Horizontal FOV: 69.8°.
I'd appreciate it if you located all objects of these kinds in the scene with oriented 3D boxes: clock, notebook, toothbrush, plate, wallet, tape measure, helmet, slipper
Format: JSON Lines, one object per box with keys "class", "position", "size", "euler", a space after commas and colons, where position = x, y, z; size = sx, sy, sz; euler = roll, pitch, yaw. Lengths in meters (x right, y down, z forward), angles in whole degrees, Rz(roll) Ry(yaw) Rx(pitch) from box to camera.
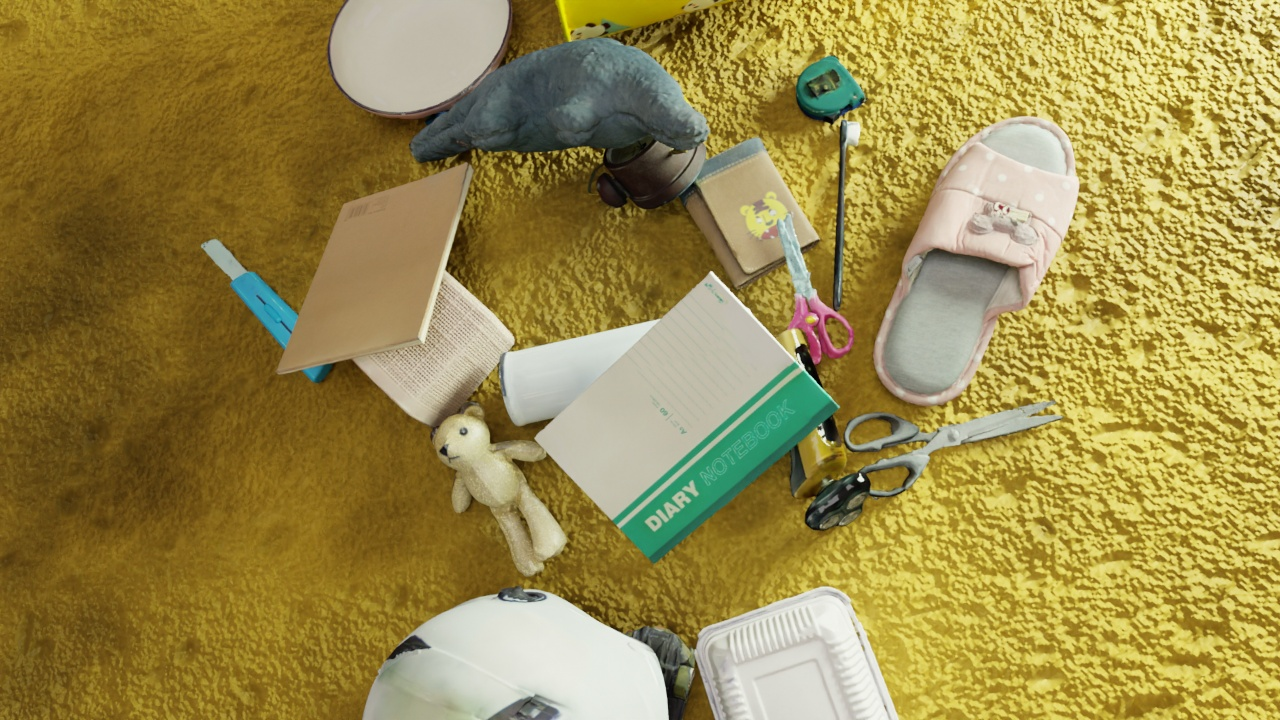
{"class": "clock", "position": [0.002, -0.179, 0.825], "size": [0.122, 0.055, 0.081], "euler": [-17, 46, 36]}
{"class": "notebook", "position": [0.033, 0.052, 0.749], "size": [0.209, 0.012, 0.150], "euler": [-43, 91, 18]}
{"class": "notebook", "position": [-0.235, -0.086, 0.821], "size": [0.150, 0.012, 0.211], "euler": [-11, 49, 21]}
{"class": "toothbrush", "position": [0.181, -0.130, 0.815], "size": [0.018, 0.016, 0.181], "euler": [6, 78, 2]}
{"class": "plate", "position": [-0.213, -0.316, 0.908], "size": [0.192, 0.039, 0.192], "euler": [-4, 70, 11]}
{"class": "wallet", "position": [0.095, -0.133, 0.824], "size": [0.090, 0.033, 0.115], "euler": [-29, 78, 2]}
{"class": "tape measure", "position": [0.170, -0.247, 0.838], "size": [0.054, 0.025, 0.058], "euler": [-32, 73, 1]}
{"class": "helmet", "position": [-0.116, 0.291, 0.681], "size": [0.259, 0.145, 0.229], "euler": [12, 87, 25]}
{"class": "slipper", "position": [0.280, -0.089, 0.768], "size": [0.114, 0.054, 0.274], "euler": [27, 84, 15]}

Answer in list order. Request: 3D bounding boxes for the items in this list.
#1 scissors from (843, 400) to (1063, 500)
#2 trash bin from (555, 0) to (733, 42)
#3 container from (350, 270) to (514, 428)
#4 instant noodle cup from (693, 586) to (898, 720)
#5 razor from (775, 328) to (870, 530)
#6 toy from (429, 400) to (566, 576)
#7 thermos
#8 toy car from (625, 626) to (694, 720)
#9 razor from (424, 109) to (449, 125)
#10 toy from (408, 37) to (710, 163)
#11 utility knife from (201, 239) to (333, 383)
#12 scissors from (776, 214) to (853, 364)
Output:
{"class": "scissors", "position": [0.254, 0.055, 0.761], "size": [0.142, 0.014, 0.173], "euler": [40, 87, 15]}
{"class": "trash bin", "position": [0.037, -0.412, 0.806], "size": [0.255, 0.230, 0.229], "euler": [-10, 76, 2]}
{"class": "container", "position": [-0.182, -0.012, 0.817], "size": [0.090, 0.090, 0.111], "euler": [41, 84, 16]}
{"class": "instant noodle cup", "position": [0.126, 0.276, 0.712], "size": [0.138, 0.060, 0.173], "euler": [-20, 76, 5]}
{"class": "razor", "position": [0.143, 0.055, 0.757], "size": [0.068, 0.062, 0.167], "euler": [-29, 69, 44]}
{"class": "toy", "position": [-0.124, 0.112, 0.790], "size": [0.105, 0.066, 0.157], "euler": [-37, 84, 23]}
{"class": "thermos", "position": [-0.005, 0.005, 0.792], "size": [0.224, 0.073, 0.073], "euler": [-12, 76, 7]}
{"class": "toy car", "position": [-0.001, 0.294, 0.738], "size": [0.070, 0.042, 0.158], "euler": [12, 85, 16]}
{"class": "razor", "position": [-0.136, -0.246, 0.894], "size": [0.143, 0.022, 0.042], "euler": [-5, 47, 11]}
{"class": "toy", "position": [-0.068, -0.218, 0.795], "size": [0.357, 0.091, 0.137], "euler": [6, 49, 39]}
{"class": "utility knife", "position": [-0.367, -0.055, 0.896], "size": [0.202, 0.018, 0.034], "euler": [42, 88, 17]}
{"class": "scissors", "position": [0.145, -0.063, 0.792], "size": [0.064, 0.017, 0.135], "euler": [-12, 90, 13]}
